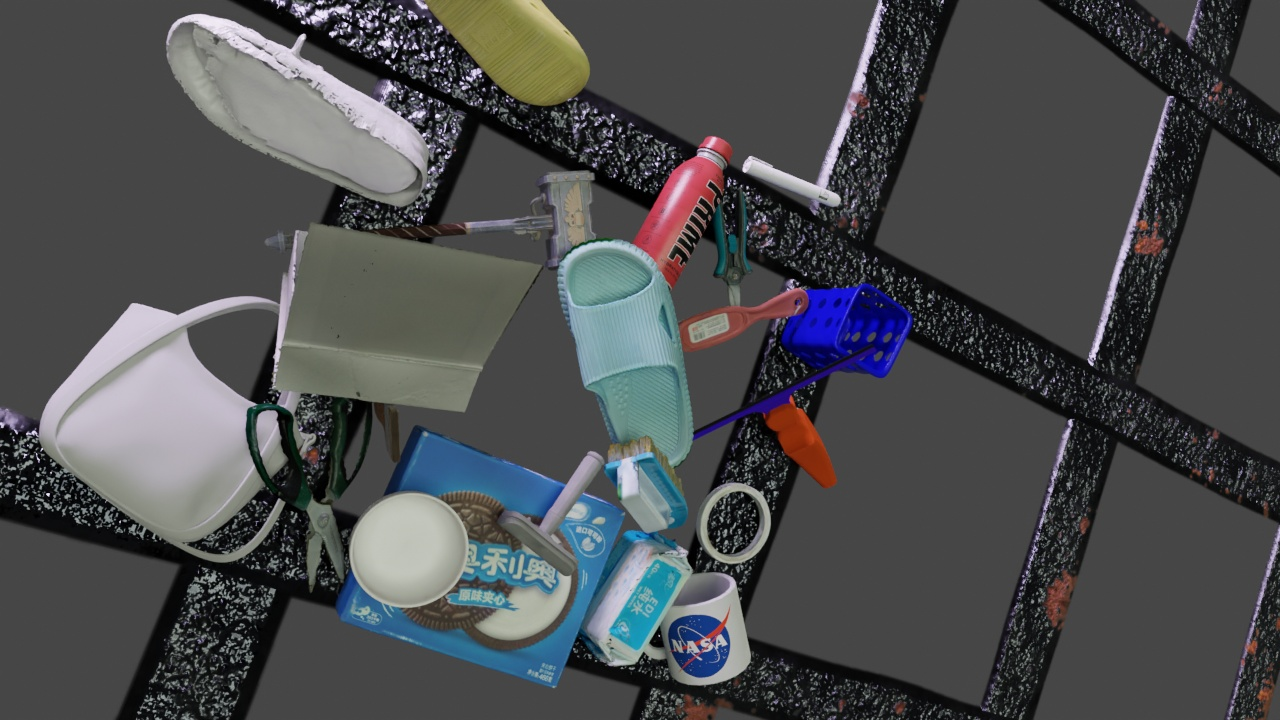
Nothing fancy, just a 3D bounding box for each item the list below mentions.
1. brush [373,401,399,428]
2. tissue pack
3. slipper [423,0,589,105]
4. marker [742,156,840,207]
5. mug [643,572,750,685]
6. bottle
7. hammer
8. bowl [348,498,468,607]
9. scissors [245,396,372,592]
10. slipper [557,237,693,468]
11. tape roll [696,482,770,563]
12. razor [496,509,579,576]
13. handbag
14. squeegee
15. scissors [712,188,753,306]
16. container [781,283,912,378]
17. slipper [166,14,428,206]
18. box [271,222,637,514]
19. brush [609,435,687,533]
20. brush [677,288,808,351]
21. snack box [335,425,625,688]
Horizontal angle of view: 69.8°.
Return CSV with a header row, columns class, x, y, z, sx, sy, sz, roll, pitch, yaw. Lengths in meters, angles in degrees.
class,x,y,z,sx,sy,sz,roll,pitch,yaw
brush,-0.235,0.052,0.843,0.008,0.143,0.045,-4,102,-22
tissue pack,-0.008,0.249,0.976,0.061,0.093,0.144,38,78,-22
slipper,-0.133,-0.337,0.913,0.190,0.092,0.081,37,38,-30
marker,0.180,-0.209,1.078,0.133,0.017,0.020,16,87,-23
mug,0.054,0.296,1.015,0.121,0.091,0.090,-10,98,13
bottle,0.047,-0.163,0.998,0.062,0.062,0.176,32,80,-21
hammer,-0.199,-0.129,0.909,0.321,0.044,0.098,-7,95,-20
bowl,-0.214,0.171,0.844,0.104,0.054,0.105,1,88,-20
scissors,-0.290,0.113,0.872,0.154,0.015,0.209,-40,128,-50
slipper,-0.006,0.006,0.952,0.116,0.069,0.276,-18,111,-7
tape roll,0.108,0.189,1.067,0.093,0.013,0.093,-1,93,-22
razor,-0.074,0.141,0.914,0.088,0.047,0.116,43,67,-18
handbag,-0.388,0.043,0.828,0.216,0.096,0.222,46,63,-21
squeegee,0.182,0.088,1.060,0.250,0.055,0.185,-28,126,15
scissors,0.098,-0.124,1.046,0.139,0.019,0.129,41,83,-22
container,0.233,-0.034,1.055,0.084,0.114,0.085,31,80,-21
slipper,-0.305,-0.233,0.840,0.246,0.074,0.112,28,112,-20
box,-0.170,-0.018,0.672,0.166,0.507,0.148,8,93,-24
brush,0.013,0.146,0.971,0.055,0.075,0.136,-17,136,16
brush,0.112,-0.050,1.043,0.172,0.030,0.041,-17,110,-19
snack box,-0.156,0.200,0.930,0.238,0.056,0.195,25,82,-21
